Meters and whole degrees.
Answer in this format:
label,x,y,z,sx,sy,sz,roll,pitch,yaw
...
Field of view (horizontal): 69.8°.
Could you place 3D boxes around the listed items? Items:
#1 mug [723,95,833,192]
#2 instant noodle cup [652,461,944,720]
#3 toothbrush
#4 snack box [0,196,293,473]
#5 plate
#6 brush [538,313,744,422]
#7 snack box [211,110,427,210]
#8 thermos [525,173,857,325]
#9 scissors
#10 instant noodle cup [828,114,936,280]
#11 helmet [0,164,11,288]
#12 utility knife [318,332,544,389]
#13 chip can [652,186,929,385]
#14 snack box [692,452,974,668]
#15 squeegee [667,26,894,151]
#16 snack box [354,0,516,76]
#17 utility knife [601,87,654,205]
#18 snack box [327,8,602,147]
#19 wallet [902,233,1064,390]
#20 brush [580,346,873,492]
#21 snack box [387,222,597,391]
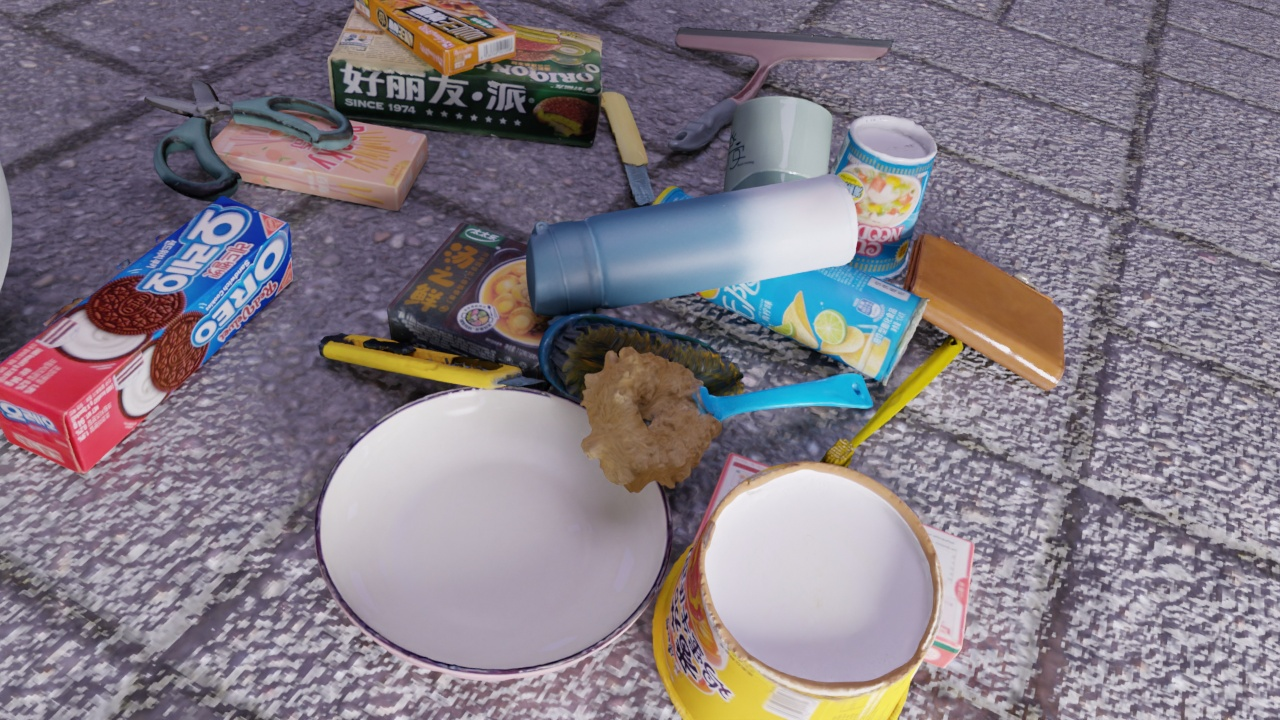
label,x,y,z,sx,sy,sz,roll,pitch,yaw
mug,0.104,-0.147,0.759,0.082,0.112,0.106,10,82,-21
instant noodle cup,0.076,0.120,0.445,0.138,0.110,0.137,1,58,-1
toothbrush,0.183,0.027,0.653,0.016,0.017,0.189,37,49,23
snack box,-0.303,-0.026,0.580,0.058,0.057,0.206,21,44,6
plate,-0.079,0.094,0.513,0.192,0.039,0.192,6,43,-6
brush,-0.003,0.003,0.593,0.143,0.055,0.073,12,7,-34
snack box,-0.265,-0.171,0.760,0.157,0.026,0.084,10,44,0
thermos,0.032,-0.074,0.610,0.220,0.070,0.070,-12,48,-11
scissors,-0.323,-0.173,0.718,0.170,0.019,0.180,13,45,1
instant noodle cup,0.192,-0.139,0.760,0.099,0.110,0.099,5,44,-5
helmet,-0.466,-0.036,0.486,0.230,0.157,0.273,18,54,5
utility knife,-0.137,-0.001,0.582,0.171,0.015,0.033,9,22,23
chip can,0.101,-0.057,0.686,0.210,0.071,0.071,27,45,15
snack box,0.113,0.114,0.540,0.156,0.027,0.076,20,44,10
squeegee,0.092,-0.262,0.921,0.248,0.040,0.248,15,47,28
snack box,-0.186,-0.305,0.824,0.075,0.026,0.154,-29,55,-33
utility knife,-0.013,-0.205,0.853,0.031,0.022,0.212,-2,38,-12
snack box,-0.156,-0.267,0.857,0.240,0.063,0.114,5,44,-7
wallet,0.269,-0.044,0.720,0.132,0.031,0.107,30,42,-1
brush,0.066,0.028,0.571,0.254,0.046,0.083,-4,69,-40
snack box,-0.096,-0.040,0.648,0.113,0.053,0.125,20,49,9
